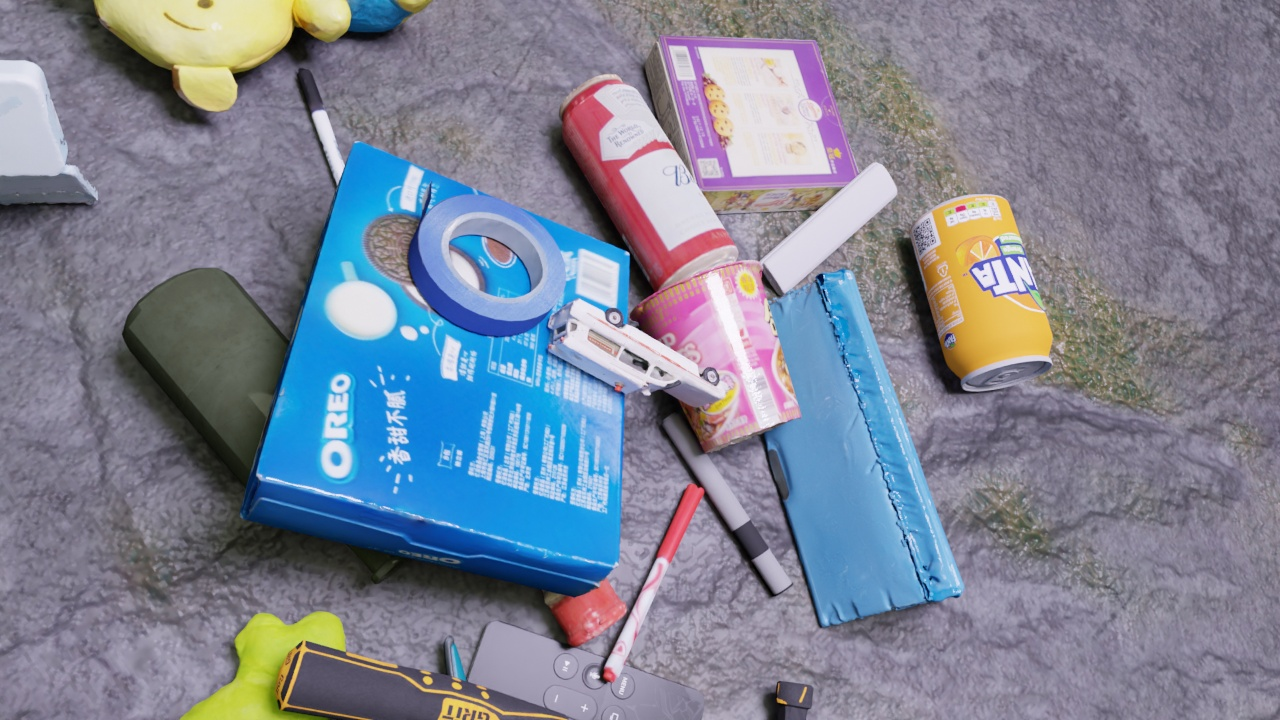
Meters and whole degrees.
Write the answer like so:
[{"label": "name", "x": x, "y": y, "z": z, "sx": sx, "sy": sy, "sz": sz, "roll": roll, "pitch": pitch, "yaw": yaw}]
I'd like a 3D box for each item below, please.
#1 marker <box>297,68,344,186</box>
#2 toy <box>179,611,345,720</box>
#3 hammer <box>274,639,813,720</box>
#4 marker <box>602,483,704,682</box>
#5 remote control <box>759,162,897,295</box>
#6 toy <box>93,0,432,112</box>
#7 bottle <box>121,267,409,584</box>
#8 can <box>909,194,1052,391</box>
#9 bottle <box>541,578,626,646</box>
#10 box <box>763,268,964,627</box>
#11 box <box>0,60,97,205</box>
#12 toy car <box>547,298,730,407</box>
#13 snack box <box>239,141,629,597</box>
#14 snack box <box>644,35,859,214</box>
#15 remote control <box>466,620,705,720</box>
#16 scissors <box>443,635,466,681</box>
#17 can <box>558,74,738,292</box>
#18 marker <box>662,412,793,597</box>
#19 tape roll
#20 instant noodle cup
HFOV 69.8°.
[{"label": "marker", "x": -0.215, "y": -0.142, "z": 0.642, "sx": 0.011, "sy": 0.011, "sz": 0.152, "roll": -17, "pitch": 75, "yaw": -23}, {"label": "toy", "x": -0.201, "y": 0.185, "z": 0.499, "sx": 0.094, "sy": 0.036, "sz": 0.093, "roll": 1, "pitch": 63, "yaw": -24}, {"label": "hammer", "x": -0.043, "y": 0.215, "z": 0.519, "sx": 0.320, "sy": 0.036, "sz": 0.123, "roll": 19, "pitch": 71, "yaw": -17}, {"label": "marker", "x": 0.009, "y": 0.140, "z": 0.590, "sx": 0.013, "sy": 0.013, "sz": 0.141, "roll": 31, "pitch": 59, "yaw": -4}, {"label": "remote control", "x": 0.148, "y": -0.103, "z": 0.715, "sx": 0.130, "sy": 0.012, "sz": 0.033, "roll": -41, "pitch": 111, "yaw": -11}, {"label": "toy", "x": -0.262, "y": -0.258, "z": 0.634, "sx": 0.213, "sy": 0.084, "sz": 0.149, "roll": -32, "pitch": 74, "yaw": -25}, {"label": "bottle", "x": -0.208, "y": 0.042, "z": 0.534, "sx": 0.071, "sy": 0.072, "sz": 0.207, "roll": -40, "pitch": 84, "yaw": -27}, {"label": "can", "x": 0.267, "y": -0.054, "z": 0.720, "sx": 0.079, "sy": 0.079, "sz": 0.142, "roll": -2, "pitch": 69, "yaw": -19}, {"label": "bottle", "x": -0.053, "y": 0.121, "z": 0.567, "sx": 0.044, "sy": 0.044, "sz": 0.109, "roll": -29, "pitch": 79, "yaw": -26}, {"label": "box", "x": 0.137, "y": 0.064, "z": 0.645, "sx": 0.102, "sy": 0.094, "sz": 0.231, "roll": -18, "pitch": 74, "yaw": 10}, {"label": "box", "x": -0.417, "y": -0.113, "z": 0.494, "sx": 0.197, "sy": 0.137, "sz": 0.049, "roll": -3, "pitch": 70, "yaw": -19}, {"label": "toy car", "x": -0.003, "y": 0.003, "z": 0.554, "sx": 0.113, "sy": 0.039, "sz": 0.039, "roll": 31, "pitch": 67, "yaw": -18}, {"label": "snack box", "x": -0.104, "y": 0.003, "z": 0.543, "sx": 0.195, "sy": 0.056, "sz": 0.238, "roll": 20, "pitch": 51, "yaw": -24}, {"label": "snack box", "x": 0.090, "y": -0.192, "z": 0.742, "sx": 0.147, "sy": 0.041, "sz": 0.143, "roll": -5, "pitch": 70, "yaw": -20}, {"label": "remote control", "x": -0.031, "y": 0.203, "z": 0.559, "sx": 0.146, "sy": 0.008, "sz": 0.045, "roll": 22, "pitch": 64, "yaw": -8}, {"label": "scissors", "x": -0.113, "y": 0.227, "z": 0.517, "sx": 0.128, "sy": 0.019, "sz": 0.153, "roll": 26, "pitch": 67, "yaw": -2}, {"label": "can", "x": 0.004, "y": -0.125, "z": 0.673, "sx": 0.067, "sy": 0.067, "sz": 0.170, "roll": -25, "pitch": 77, "yaw": -25}, {"label": "marker", "x": 0.058, "y": 0.097, "z": 0.628, "sx": 0.016, "sy": 0.016, "sz": 0.140, "roll": -29, "pitch": 79, "yaw": -26}, {"label": "tape roll", "x": -0.089, "y": -0.057, "z": 0.542, "sx": 0.093, "sy": 0.016, "sz": 0.091, "roll": 16, "pitch": 51, "yaw": -26}, {"label": "instant noodle cup", "x": 0.056, "y": 0.001, "z": 0.626, "sx": 0.097, "sy": 0.098, "sz": 0.108, "roll": -17, "pitch": 80, "yaw": -23}]
